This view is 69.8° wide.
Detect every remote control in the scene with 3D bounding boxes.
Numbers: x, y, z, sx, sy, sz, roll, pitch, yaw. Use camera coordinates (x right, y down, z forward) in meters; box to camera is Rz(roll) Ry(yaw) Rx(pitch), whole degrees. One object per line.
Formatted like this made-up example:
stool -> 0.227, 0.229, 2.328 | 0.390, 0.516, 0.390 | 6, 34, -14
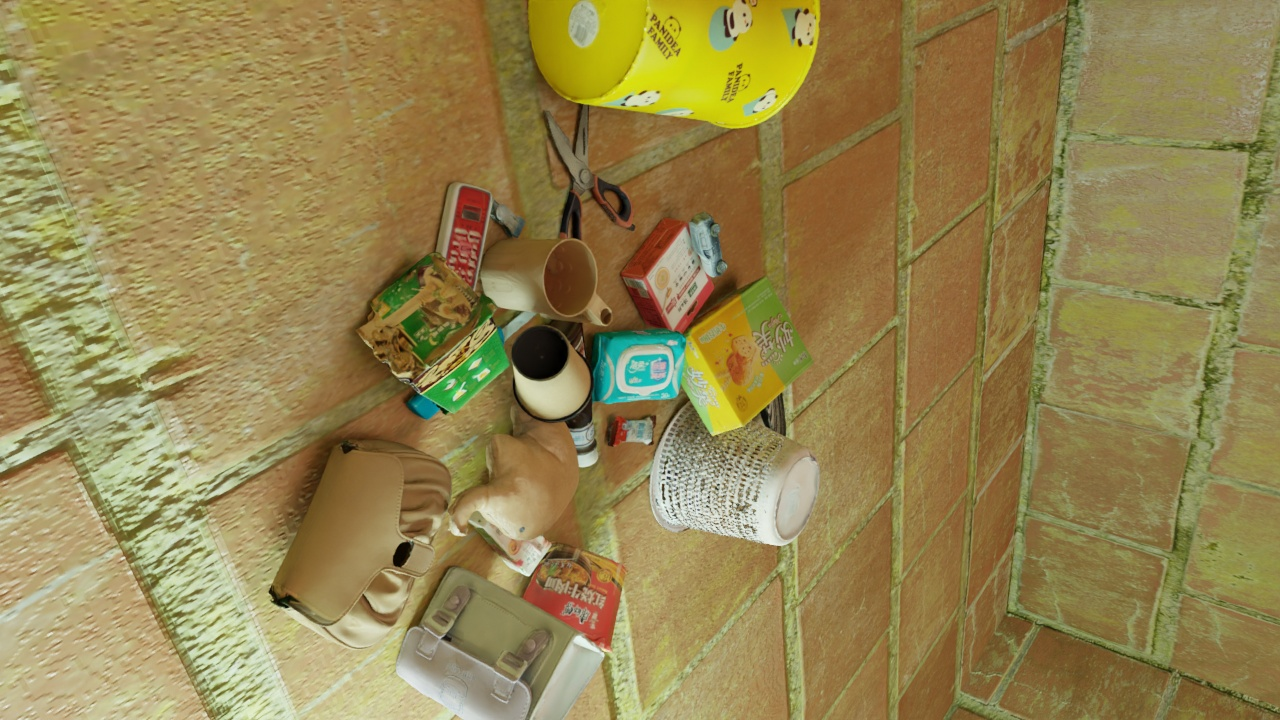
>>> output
remote control -> -0.191, -0.118, 0.974 | 0.055, 0.020, 0.136 | 7, 97, -54

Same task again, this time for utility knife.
utility knife -> -0.180, -0.007, 1.033 | 0.213, 0.018, 0.034 | -47, 135, -34

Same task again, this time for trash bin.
trash bin -> 0.155, 0.181, 1.394 | 0.226, 0.192, 0.228 | -22, 120, -47
trash bin -> 0.032, -0.375, 1.013 | 0.254, 0.230, 0.230 | -14, 114, -44

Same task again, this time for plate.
plate -> 0.210, 0.057, 1.510 | 0.179, 0.024, 0.179 | -10, 90, -72

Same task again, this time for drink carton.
drink carton -> -0.159, 0.207, 1.114 | 0.053, 0.045, 0.122 | -54, 138, -24

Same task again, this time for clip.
clip -> -0.148, -0.158, 1.016 | 0.025, 0.032, 0.057 | -64, 146, -11

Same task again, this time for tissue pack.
tissue pack -> -0.007, 0.007, 1.209 | 0.133, 0.050, 0.093 | -4, 108, -29

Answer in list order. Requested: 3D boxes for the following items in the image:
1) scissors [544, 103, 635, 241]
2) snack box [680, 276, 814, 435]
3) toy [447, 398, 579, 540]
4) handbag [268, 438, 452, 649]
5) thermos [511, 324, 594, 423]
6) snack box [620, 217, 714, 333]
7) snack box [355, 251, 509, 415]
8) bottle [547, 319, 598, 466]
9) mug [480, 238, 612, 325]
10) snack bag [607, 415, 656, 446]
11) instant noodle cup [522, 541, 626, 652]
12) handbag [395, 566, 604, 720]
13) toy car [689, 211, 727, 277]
scissors -> -0.067, -0.203, 1.110 | 0.227, 0.015, 0.188 | 39, 72, -50
snack box -> 0.147, -0.010, 1.359 | 0.209, 0.070, 0.157 | -36, 98, -39
toy -> -0.136, 0.139, 1.039 | 0.143, 0.083, 0.225 | 59, 29, -18
handbag -> -0.270, 0.180, 0.913 | 0.147, 0.100, 0.204 | 39, 67, -54
thermos -> -0.101, 0.012, 0.998 | 0.143, 0.093, 0.093 | 83, 32, -74
snack box -> 0.039, -0.109, 1.257 | 0.113, 0.044, 0.127 | -54, 138, -26
snack box -> -0.197, -0.019, 0.923 | 0.117, 0.118, 0.106 | -42, 148, -10
bottle -> -0.084, 0.045, 1.142 | 0.079, 0.044, 0.195 | -66, 153, -57
mug -> -0.102, -0.083, 1.022 | 0.124, 0.104, 0.084 | 47, 61, -43
snack bag -> -0.008, 0.099, 1.288 | 0.105, 0.026, 0.045 | 5, 90, -54
instant noodle cup -> -0.085, 0.302, 1.184 | 0.138, 0.138, 0.108 | 43, 59, -50
handbag -> -0.164, 0.335, 1.029 | 0.144, 0.197, 0.098 | -61, 144, -17
toy car -> 0.090, -0.155, 1.237 | 0.034, 0.043, 0.091 | -24, 119, -17
